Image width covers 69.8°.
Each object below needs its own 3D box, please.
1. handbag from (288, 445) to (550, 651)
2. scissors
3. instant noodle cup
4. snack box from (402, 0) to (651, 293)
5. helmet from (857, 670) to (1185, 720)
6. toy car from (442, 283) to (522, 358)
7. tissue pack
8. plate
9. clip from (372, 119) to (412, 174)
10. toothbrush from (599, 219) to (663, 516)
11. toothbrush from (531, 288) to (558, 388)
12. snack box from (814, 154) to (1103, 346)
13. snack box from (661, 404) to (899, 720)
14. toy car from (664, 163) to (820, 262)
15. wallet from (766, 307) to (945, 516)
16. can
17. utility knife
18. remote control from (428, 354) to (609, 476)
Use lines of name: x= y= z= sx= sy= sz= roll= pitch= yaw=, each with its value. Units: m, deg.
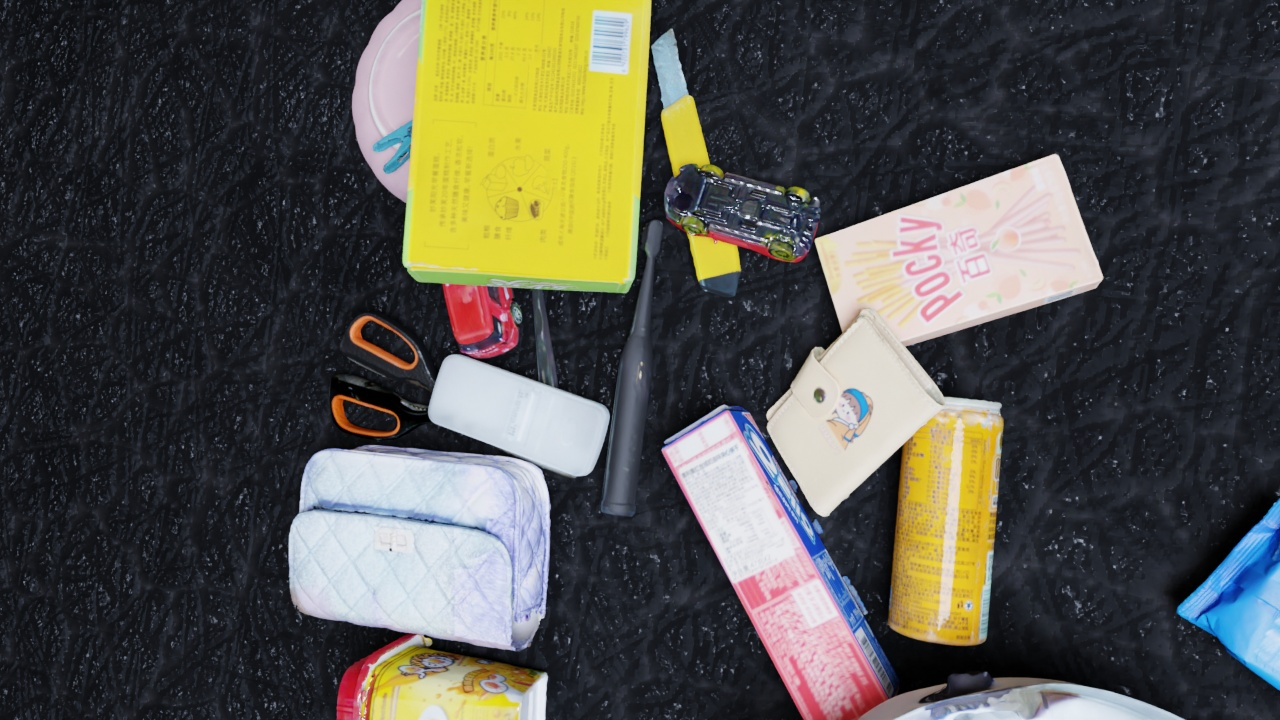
handbag: x=-0.166 y=0.134 z=0.679 sx=0.194 sy=0.075 sz=0.134 roll=2 pitch=91 yaw=21
scissors: x=-0.151 y=0.050 z=0.715 sx=0.234 sy=0.021 sz=0.163 roll=45 pitch=108 yaw=11
instant noodle cup: x=-0.135 y=0.260 z=0.645 sx=0.124 sy=0.116 sz=0.116 roll=2 pitch=86 yaw=9
snack box: x=-0.078 y=-0.156 z=0.645 sx=0.157 sy=0.070 sz=0.210 roll=3 pitch=87 yaw=-4
helmet: x=0.200 y=0.279 z=0.497 sx=0.259 sy=0.146 sz=0.229 roll=-29 pitch=79 yaw=7
toy car: x=-0.126 y=-0.063 z=0.698 sx=0.053 sy=0.045 sz=0.120 roll=-16 pitch=78 yaw=17
tissue pack: x=0.384 y=0.151 z=0.489 sx=0.157 sy=0.052 sz=0.095 roll=37 pitch=96 yaw=19
plate: x=-0.152 y=-0.214 z=0.721 sx=0.193 sy=0.039 sz=0.192 roll=-2 pitch=85 yaw=20
clip: x=-0.179 y=-0.167 z=0.698 sx=0.056 sy=0.014 sz=0.040 roll=-33 pitch=76 yaw=14
toothbrush: x=-0.004 y=0.004 z=0.658 sx=0.026 sy=0.027 sz=0.212 roll=8 pitch=86 yaw=-24
toothbrush: x=-0.078 y=-0.045 z=0.694 sx=0.016 sy=0.018 sz=0.181 roll=-10 pitch=84 yaw=16
snack box: x=0.199 y=-0.063 z=0.587 sx=0.157 sy=0.026 sz=0.084 roll=-18 pitch=80 yaw=18
snack box: x=0.090 y=0.130 z=0.596 sx=0.058 sy=0.057 sz=0.207 roll=-32 pitch=76 yaw=17
toy car: x=0.068 y=-0.101 z=0.627 sx=0.106 sy=0.031 sz=0.049 roll=16 pitch=76 yaw=5
wallet: x=0.128 y=0.031 z=0.581 sx=0.115 sy=0.024 sz=0.087 roll=-55 pitch=50 yaw=37
can: x=0.187 y=0.096 z=0.562 sx=0.058 sy=0.058 sz=0.146 roll=5 pitch=87 yaw=20
utility knife: x=0.038 y=-0.142 z=0.658 sx=0.033 sy=0.015 sz=0.206 roll=-12 pitch=81 yaw=-2
remote control: x=-0.090 y=0.039 z=0.673 sx=0.136 sy=0.020 sz=0.056 roll=18 pitch=92 yaw=15
